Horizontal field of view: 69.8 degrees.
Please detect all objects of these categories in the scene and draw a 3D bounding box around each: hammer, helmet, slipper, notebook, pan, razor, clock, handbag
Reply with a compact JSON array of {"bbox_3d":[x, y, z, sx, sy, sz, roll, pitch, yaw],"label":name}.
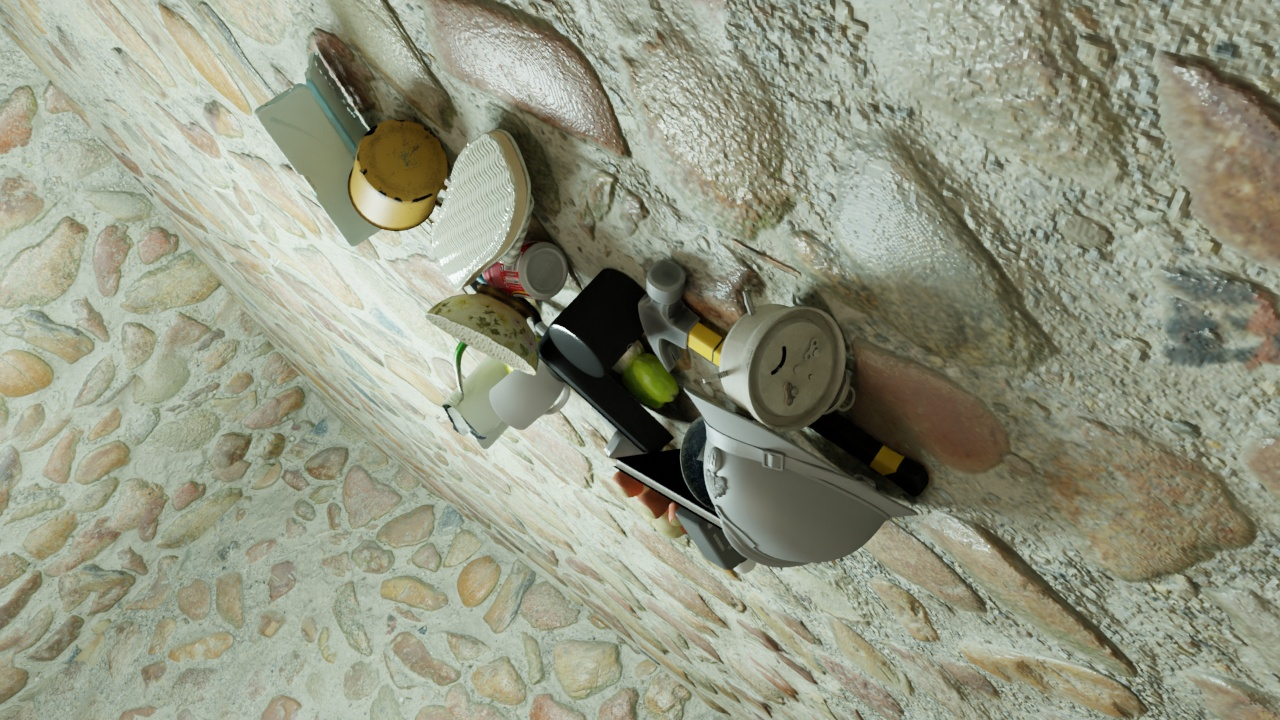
[{"bbox_3d":[0.132,0.031,0.889,0.324,0.034,0.170,34,159,15],"label":"hammer"},{"bbox_3d":[0.127,0.131,0.851,0.271,0.117,0.183,28,180,-30],"label":"helmet"},{"bbox_3d":[-0.168,-0.152,0.971,0.273,0.054,0.114,-36,74,58],"label":"slipper"},{"bbox_3d":[0.090,0.156,1.091,0.207,0.016,0.148,25,-164,36],"label":"notebook"},{"bbox_3d":[-0.100,-0.009,1.143,0.355,0.044,0.204,41,176,18],"label":"pan"},{"bbox_3d":[-0.033,0.091,1.261,0.088,0.047,0.116,17,-159,-45],"label":"razor"},{"bbox_3d":[0.128,0.009,0.777,0.156,0.103,0.061,25,179,-35],"label":"clock"},{"bbox_3d":[-0.216,0.030,1.320,0.074,0.151,0.176,29,155,31],"label":"handbag"}]

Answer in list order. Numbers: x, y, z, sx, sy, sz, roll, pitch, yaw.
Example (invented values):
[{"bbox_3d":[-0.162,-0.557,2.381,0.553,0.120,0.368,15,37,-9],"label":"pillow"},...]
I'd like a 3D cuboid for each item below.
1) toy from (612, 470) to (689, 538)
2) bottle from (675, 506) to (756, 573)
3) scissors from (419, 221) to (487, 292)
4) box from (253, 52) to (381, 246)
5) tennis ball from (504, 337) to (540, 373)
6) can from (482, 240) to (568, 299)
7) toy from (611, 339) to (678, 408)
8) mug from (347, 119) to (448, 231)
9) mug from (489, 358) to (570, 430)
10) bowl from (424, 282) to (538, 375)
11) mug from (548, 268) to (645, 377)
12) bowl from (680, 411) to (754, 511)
[{"bbox_3d":[0.046,0.193,1.259,0.175,0.096,0.112,16,-171,-40],"label":"toy"},{"bbox_3d":[0.115,0.228,1.226,0.046,0.083,0.174,23,153,41],"label":"bottle"},{"bbox_3d":[-0.238,-0.128,1.237,0.156,0.019,0.124,29,154,33],"label":"scissors"},{"bbox_3d":[-0.356,-0.244,1.077,0.074,0.126,0.197,-8,137,17],"label":"box"},{"bbox_3d":[-0.156,-0.002,1.271,0.065,0.065,0.065,35,158,16],"label":"tennis ball"},{"bbox_3d":[-0.133,-0.104,1.036,0.105,0.064,0.064,12,145,52],"label":"can"},{"bbox_3d":[-0.006,0.006,1.061,0.118,0.043,0.092,46,163,-2],"label":"toy"},{"bbox_3d":[-0.260,-0.203,1.029,0.123,0.100,0.094,24,162,-16],"label":"mug"},{"bbox_3d":[-0.133,0.043,1.229,0.107,0.090,0.071,25,-147,-49],"label":"mug"},{"bbox_3d":[-0.169,-0.044,1.050,0.145,0.063,0.145,25,169,5],"label":"bowl"},{"bbox_3d":[-0.046,-0.036,0.983,0.078,0.087,0.114,45,159,-7],"label":"mug"},{"bbox_3d":[0.106,0.109,1.017,0.115,0.060,0.114,3,95,38],"label":"bowl"}]
